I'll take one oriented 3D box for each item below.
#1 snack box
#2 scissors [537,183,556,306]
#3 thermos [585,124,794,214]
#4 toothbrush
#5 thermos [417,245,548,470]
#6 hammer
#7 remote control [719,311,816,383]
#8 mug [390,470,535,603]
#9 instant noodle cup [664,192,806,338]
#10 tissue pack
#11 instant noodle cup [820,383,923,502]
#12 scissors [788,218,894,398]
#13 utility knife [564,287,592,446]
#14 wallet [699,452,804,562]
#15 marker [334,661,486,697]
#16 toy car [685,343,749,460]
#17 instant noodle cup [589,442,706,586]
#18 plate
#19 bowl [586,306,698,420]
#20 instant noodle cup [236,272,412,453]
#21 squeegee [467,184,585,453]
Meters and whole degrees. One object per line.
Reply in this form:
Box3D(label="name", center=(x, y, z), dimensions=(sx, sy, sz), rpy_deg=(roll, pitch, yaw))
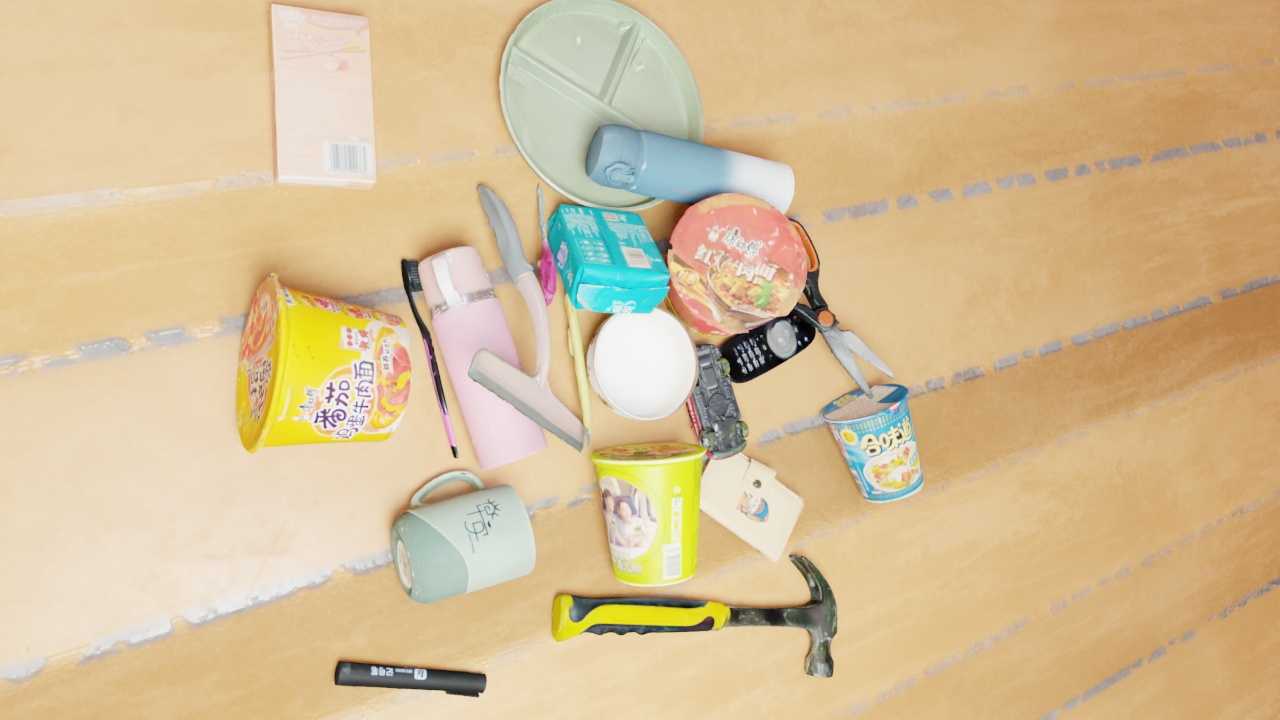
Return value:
Box3D(label="snack box", center=(-0.284, -0.233, 0.820), dimensions=(0.084, 0.026, 0.157), rpy_deg=(-1, 84, -26))
Box3D(label="scissors", center=(-0.093, -0.117, 0.886), dimensions=(0.017, 0.056, 0.133), rpy_deg=(-2, 63, -11))
Box3D(label="thermos", center=(0.050, -0.188, 0.929), dimensions=(0.220, 0.070, 0.070), rpy_deg=(6, 81, -27))
Box3D(label="toothbrush", center=(-0.190, -0.002, 0.844), dimensions=(0.017, 0.014, 0.189), rpy_deg=(-15, 90, -37))
Box3D(label="thermos", center=(-0.145, -0.003, 0.827), dimensions=(0.067, 0.087, 0.198), rpy_deg=(-17, 93, -1))
Box3D(label="hammer", center=(0.065, 0.256, 0.929), dimensions=(0.322, 0.032, 0.126), rpy_deg=(8, 80, -25))
Box3D(label="remote control", center=(0.136, -0.016, 1.003), dimensions=(0.136, 0.024, 0.053), rpy_deg=(-27, 91, -29))
Box3D(label="mug", center=(-0.162, 0.150, 0.807), dimensions=(0.106, 0.082, 0.111), rpy_deg=(-12, 58, -27))
Box3D(label="instant noodle cup", center=(0.084, -0.087, 0.925), dimensions=(0.138, 0.109, 0.137), rpy_deg=(1, 80, -9))
Box3D(label="tissue pack", center=(-0.034, -0.100, 0.885), dimensions=(0.093, 0.050, 0.133), rpy_deg=(3, 39, -22))
Box3D(label="instant noodle cup", center=(0.264, 0.095, 1.019), dimensions=(0.099, 0.099, 0.110), rpy_deg=(-27, 104, -27))
Box3D(label="scissors", center=(0.180, -0.050, 1.009), dimensions=(0.189, 0.022, 0.229), rpy_deg=(-9, 77, -18))
Box3D(label="utility knife", center=(-0.058, 0.003, 0.893), dimensions=(0.018, 0.031, 0.166), rpy_deg=(-15, 78, 8))
Box3D(label="wallet", center=(0.114, 0.144, 0.962), dimensions=(0.115, 0.024, 0.087), rpy_deg=(35, 59, -5))
Box3D(label="marker", center=(-0.199, 0.278, 0.800), dimensions=(0.132, 0.020, 0.022), rpy_deg=(14, 106, -25))
Box3D(label="toy car", center=(0.072, 0.044, 0.951), dimensions=(0.052, 0.045, 0.120), rpy_deg=(-14, 85, -25))
Box3D(label="instant noodle cup", center=(0.010, 0.147, 0.879), dimensions=(0.111, 0.112, 0.123), rpy_deg=(-5, 94, -27))
Box3D(label="plate", center=(-0.039, -0.262, 0.946), dimensions=(0.230, 0.028, 0.230), rpy_deg=(4, 81, -26))
Box3D(label="bowl", center=(-0.005, 0.005, 0.908), dimensions=(0.113, 0.062, 0.113), rpy_deg=(4, 80, -25))
Box3D(label="instant noodle cup", center=(-0.256, 0.009, 0.747), dimensions=(0.109, 0.138, 0.138), rpy_deg=(7, 80, -34))
Box3D(label="squeegee", center=(-0.110, -0.063, 0.837), dimensions=(0.040, 0.247, 0.249), rpy_deg=(-21, 67, 10))
